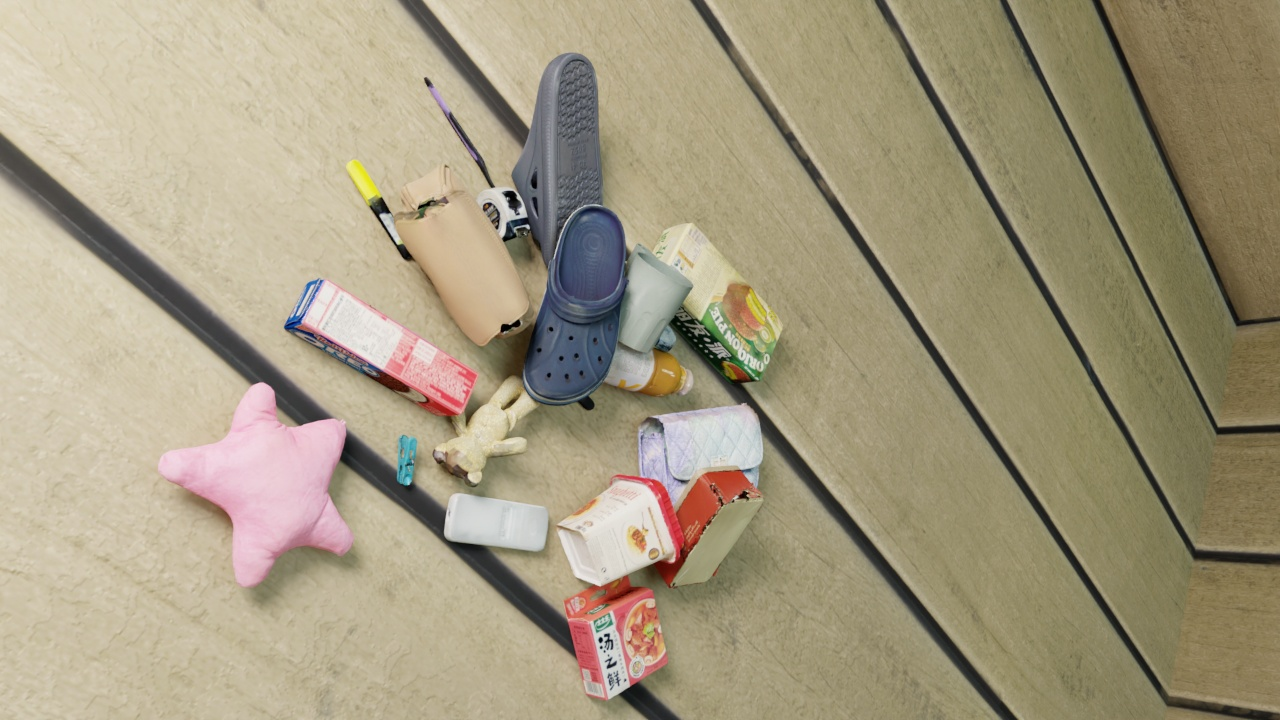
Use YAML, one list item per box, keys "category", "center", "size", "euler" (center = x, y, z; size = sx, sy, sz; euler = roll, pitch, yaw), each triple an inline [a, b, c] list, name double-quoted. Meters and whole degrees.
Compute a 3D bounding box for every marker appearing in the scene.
- category: "marker"
  center: [-0.100, 0.023, 1.174]
  size: [0.124, 0.015, 0.018]
  euler: [47, 58, -30]
- category: "marker"
  center: [-0.291, -0.168, 1.029]
  size: [0.018, 0.015, 0.124]
  euler: [-44, 116, -35]

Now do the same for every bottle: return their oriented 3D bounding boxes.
- category: "bottle"
  center: [-0.007, 0.007, 1.220]
  size: [0.189, 0.068, 0.068]
  euler: [19, 72, -38]

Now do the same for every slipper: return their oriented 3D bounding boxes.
- category: "slipper"
  center: [-0.106, -0.248, 1.152]
  size: [0.110, 0.083, 0.268]
  euler: [-28, 128, -49]
- category: "slipper"
  center: [-0.066, -0.068, 1.092]
  size: [0.105, 0.095, 0.252]
  euler: [14, 78, -8]

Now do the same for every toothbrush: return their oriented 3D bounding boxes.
- category: "toothbrush"
  center: [-0.206, -0.261, 1.116]
  size: [0.189, 0.014, 0.016]
  euler: [58, 45, -20]

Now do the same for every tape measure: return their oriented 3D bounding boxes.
- category: "tape measure"
  center: [-0.168, -0.175, 1.103]
  size: [0.033, 0.066, 0.066]
  euler: [-22, 101, -46]

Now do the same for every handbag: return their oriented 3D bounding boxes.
- category: "handbag"
  center: [0.089, 0.135, 1.284]
  size: [0.193, 0.076, 0.134]
  euler: [-5, 91, -42]
- category: "handbag"
  center: [-0.198, -0.111, 1.024]
  size: [0.100, 0.147, 0.204]
  euler: [-31, 107, -1]

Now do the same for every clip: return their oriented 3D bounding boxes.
- category: "clip"
  center: [-0.259, 0.110, 1.015]
  size: [0.013, 0.038, 0.055]
  euler: [4, 88, -39]

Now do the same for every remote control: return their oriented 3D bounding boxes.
- category: "remote control"
  center: [-0.168, 0.193, 1.085]
  size: [0.135, 0.020, 0.055]
  euler: [17, 73, -39]

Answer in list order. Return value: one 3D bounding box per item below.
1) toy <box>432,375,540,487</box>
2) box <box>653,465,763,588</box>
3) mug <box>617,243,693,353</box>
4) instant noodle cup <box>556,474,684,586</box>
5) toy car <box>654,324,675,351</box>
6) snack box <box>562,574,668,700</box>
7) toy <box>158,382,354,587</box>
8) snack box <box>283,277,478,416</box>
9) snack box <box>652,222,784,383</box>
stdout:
- category: "toy"
  center: [-0.175, 0.078, 1.075]
  size: [0.105, 0.066, 0.156]
  euler: [35, 52, 4]
- category: "box"
  center: [0.089, 0.225, 1.209]
  size: [0.091, 0.079, 0.169]
  euler: [2, 127, -41]
- category: "mug"
  center: [-0.001, -0.082, 1.182]
  size: [0.083, 0.124, 0.103]
  euler: [21, 108, -33]
- category: "instant noodle cup"
  center: [-0.028, 0.217, 1.155]
  size: [0.124, 0.116, 0.116]
  euler: [-25, 101, -28]
- category: "toy car"
  center: [0.013, -0.057, 1.240]
  size: [0.105, 0.031, 0.048]
  euler: [55, 25, 20]
- category: "snack box"
  center: [-0.030, 0.348, 1.173]
  size: [0.113, 0.044, 0.127]
  euler: [-17, 96, -42]
- category: "toy"
  center: [-0.349, 0.121, 0.901]
  size: [0.178, 0.075, 0.195]
  euler: [-45, 117, -39]
- category: "snack box"
  center: [-0.276, -0.011, 0.992]
  size: [0.207, 0.057, 0.058]
  euler: [36, 65, -33]
- category: "snack box"
  center: [0.105, -0.079, 1.335]
  size: [0.240, 0.063, 0.114]
  euler: [43, 59, -30]
